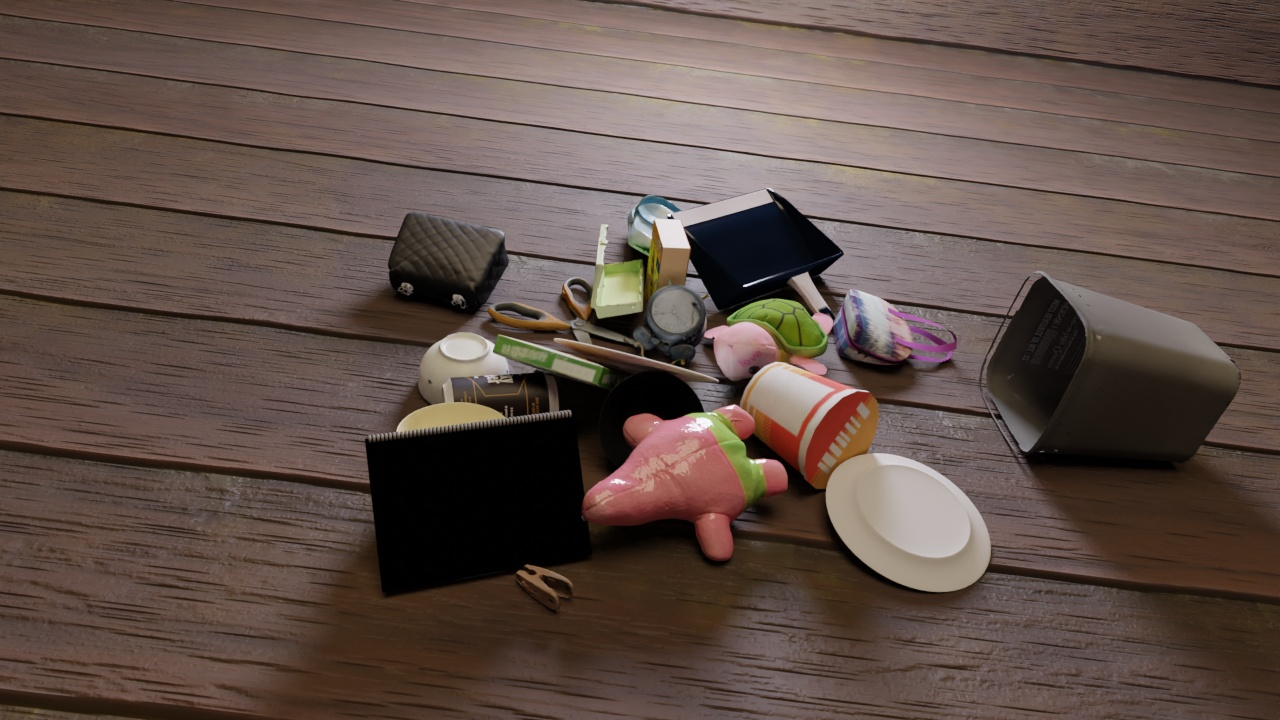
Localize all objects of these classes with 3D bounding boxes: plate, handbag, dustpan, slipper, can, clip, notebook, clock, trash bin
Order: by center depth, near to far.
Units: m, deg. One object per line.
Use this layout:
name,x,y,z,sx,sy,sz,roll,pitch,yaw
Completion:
clip,-0.090,0.215,0.888,0.044,0.024,0.062,-20,39,-34
notebook,-0.157,0.135,0.906,0.206,0.149,0.016,-6,-3,-19
plate,0.298,0.168,1.010,0.188,0.016,0.188,9,41,-8
can,-0.164,0.052,1.070,0.128,0.072,0.072,-4,36,-16
plate,-0.006,0.007,1.128,0.208,0.015,0.208,14,-2,0
trash bin,0.596,0.020,1.172,0.220,0.198,0.197,10,32,-7
clock,0.042,-0.046,1.256,0.090,0.052,0.129,21,70,8
handbag,0.372,-0.037,1.322,0.170,0.068,0.144,12,41,-7
handbag,-0.279,-0.129,1.328,0.154,0.115,0.124,15,58,5
dustpan,0.208,-0.153,1.417,0.235,0.080,0.273,-21,78,-35
slipper,0.034,-0.217,1.466,0.104,0.074,0.245,27,20,-6

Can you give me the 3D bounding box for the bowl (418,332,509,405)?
bowl,-0.218,0.007,1.136,0.113,0.063,0.113,6,35,-4

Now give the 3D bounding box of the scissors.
scissors,-0.097,-0.063,1.303,0.225,0.016,0.224,15,35,8

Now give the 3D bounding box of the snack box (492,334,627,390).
snack box,-0.089,0.007,1.109,0.132,0.027,0.168,16,-3,13

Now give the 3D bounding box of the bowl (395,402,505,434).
bowl,-0.198,0.106,0.978,0.118,0.074,0.117,3,27,-2

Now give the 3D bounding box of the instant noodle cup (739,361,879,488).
instant noodle cup,0.193,0.068,1.085,0.123,0.124,0.121,-19,35,-34

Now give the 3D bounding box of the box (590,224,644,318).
box,-0.029,-0.123,1.329,0.083,0.092,0.187,11,27,-5

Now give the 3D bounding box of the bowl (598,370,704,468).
bowl,0.010,0.075,1.066,0.124,0.124,0.052,1,-3,-10

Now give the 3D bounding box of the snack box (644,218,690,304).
snack box,0.037,-0.127,1.326,0.040,0.126,0.088,1,35,-9

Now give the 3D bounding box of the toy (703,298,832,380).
toy,0.177,-0.033,1.250,0.190,0.088,0.237,26,31,33

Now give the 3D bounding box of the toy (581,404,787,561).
toy,0.039,0.127,0.974,0.236,0.097,0.192,-16,59,-32
